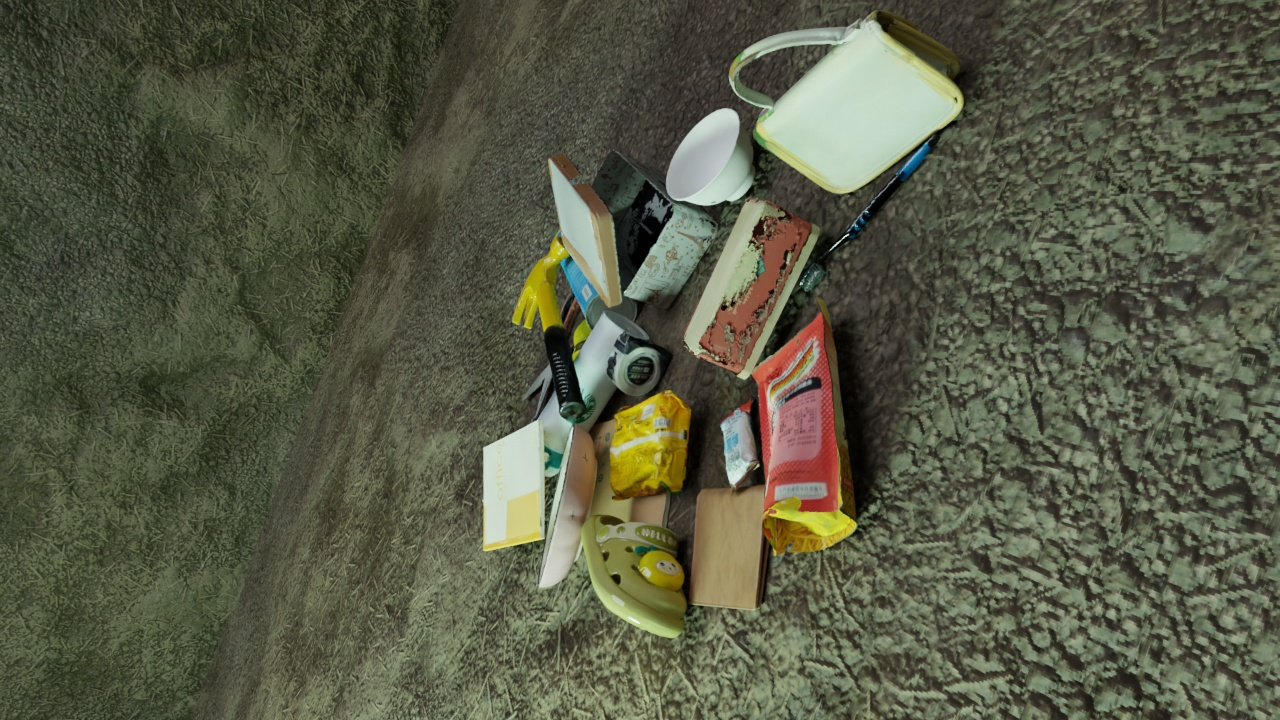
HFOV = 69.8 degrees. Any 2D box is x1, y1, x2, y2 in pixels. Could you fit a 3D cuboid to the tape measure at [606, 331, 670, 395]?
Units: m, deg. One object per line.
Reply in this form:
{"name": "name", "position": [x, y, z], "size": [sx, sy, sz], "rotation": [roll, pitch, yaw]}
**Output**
{"name": "tape measure", "position": [-0.006, 0.006, 1.081], "size": [0.066, 0.065, 0.033], "rotation": [-63, 30, 9]}

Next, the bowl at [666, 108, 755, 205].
{"name": "bowl", "position": [0.092, -0.220, 1.053], "size": [0.119, 0.064, 0.118], "rotation": [-35, 40, 35]}

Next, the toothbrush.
{"name": "toothbrush", "position": [0.210, -0.133, 0.852], "size": [0.190, 0.014, 0.016], "rotation": [-50, 35, 30]}

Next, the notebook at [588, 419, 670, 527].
{"name": "notebook", "position": [-0.021, 0.133, 1.084], "size": [0.208, 0.008, 0.147], "rotation": [-20, 55, 54]}

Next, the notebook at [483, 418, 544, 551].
{"name": "notebook", "position": [-0.165, 0.165, 1.181], "size": [0.207, 0.010, 0.145], "rotation": [-27, 62, 58]}

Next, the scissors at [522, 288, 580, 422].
{"name": "scissors", "position": [-0.116, -0.012, 1.336], "size": [0.226, 0.015, 0.188], "rotation": [-37, 42, 44]}

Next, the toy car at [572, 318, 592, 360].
{"name": "toy car", "position": [-0.071, -0.009, 1.222], "size": [0.048, 0.032, 0.105], "rotation": [-24, 59, 41]}

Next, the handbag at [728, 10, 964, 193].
{"name": "handbag", "position": [0.173, -0.245, 0.818], "size": [0.164, 0.178, 0.063], "rotation": [-36, 37, 48]}

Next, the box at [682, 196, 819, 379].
{"name": "box", "position": [0.100, -0.077, 0.918], "size": [0.091, 0.078, 0.168], "rotation": [-122, 56, -75]}

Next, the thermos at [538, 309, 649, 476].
{"name": "thermos", "position": [-0.075, 0.047, 1.158], "size": [0.224, 0.073, 0.073], "rotation": [-57, 30, 15]}

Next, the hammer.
{"name": "hammer", "position": [-0.109, -0.034, 1.168], "size": [0.129, 0.032, 0.300], "rotation": [-53, 33, 26]}

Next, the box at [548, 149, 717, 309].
{"name": "box", "position": [-0.040, -0.166, 1.113], "size": [0.150, 0.166, 0.182], "rotation": [-57, 43, 18]}

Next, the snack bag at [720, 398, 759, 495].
{"name": "snack bag", "position": [0.097, 0.081, 0.887], "size": [0.048, 0.026, 0.104], "rotation": [-52, 24, 30]}

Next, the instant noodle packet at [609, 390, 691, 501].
{"name": "instant noodle packet", "position": [0.010, 0.095, 0.998], "size": [0.129, 0.044, 0.110], "rotation": [-23, 59, 58]}

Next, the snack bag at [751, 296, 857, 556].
{"name": "snack bag", "position": [0.139, 0.059, 0.806], "size": [0.129, 0.073, 0.207], "rotation": [123, 157, -48]}

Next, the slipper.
{"name": "slipper", "position": [-0.004, 0.199, 0.933], "size": [0.082, 0.091, 0.190], "rotation": [-61, 26, 10]}

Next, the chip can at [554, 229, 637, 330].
{"name": "chip can", "position": [-0.064, -0.115, 1.256], "size": [0.071, 0.071, 0.210], "rotation": [-57, 31, 21]}

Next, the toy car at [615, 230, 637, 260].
{"name": "toy car", "position": [-0.023, -0.164, 1.248], "size": [0.043, 0.036, 0.091], "rotation": [-56, 39, 18]}

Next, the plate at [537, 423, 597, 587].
{"name": "plate", "position": [-0.082, 0.170, 1.070], "size": [0.192, 0.039, 0.192], "rotation": [-170, 92, -84]}

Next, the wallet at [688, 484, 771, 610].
{"name": "wallet", "position": [0.084, 0.175, 0.865], "size": [0.101, 0.020, 0.115], "rotation": [-15, 62, 56]}
